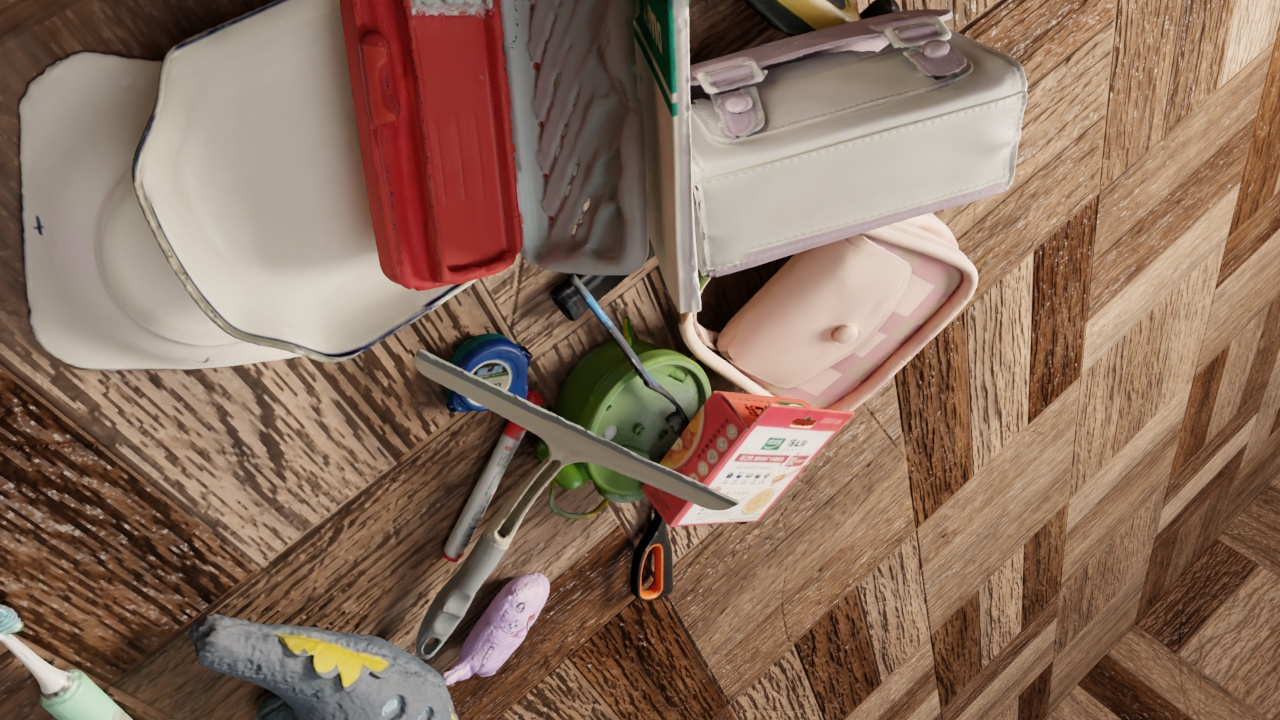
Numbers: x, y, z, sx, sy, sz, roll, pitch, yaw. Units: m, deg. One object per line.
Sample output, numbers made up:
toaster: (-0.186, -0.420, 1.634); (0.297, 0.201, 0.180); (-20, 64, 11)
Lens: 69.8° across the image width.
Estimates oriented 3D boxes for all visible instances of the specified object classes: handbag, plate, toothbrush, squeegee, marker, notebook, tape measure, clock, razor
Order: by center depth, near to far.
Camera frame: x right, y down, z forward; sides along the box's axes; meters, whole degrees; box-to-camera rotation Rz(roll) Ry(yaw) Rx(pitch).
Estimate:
plate: (-0.212, -0.063, 0.462); (0.164, 0.034, 0.164); (-7, 123, -39)
plate: (-0.120, -0.113, 0.466); (0.265, 0.034, 0.162); (-40, 126, -30)
notebook: (0.003, -0.141, 0.472); (0.012, 0.208, 0.151); (-8, 125, -6)
handbag: (0.108, -0.146, 0.560); (0.197, 0.144, 0.098); (-16, 130, -6)
toothbrush: (-0.337, 0.216, 0.562); (0.027, 0.026, 0.225); (-16, 132, -5)
razor: (0.114, -0.237, 0.610); (0.167, 0.062, 0.068); (15, 140, -41)
tape measure: (-0.103, 0.008, 0.617); (0.058, 0.025, 0.055); (-10, 124, -33)
toothbrush: (-0.004, 0.004, 0.627); (0.016, 0.014, 0.189); (-34, 135, 3)
toothbrush: (0.025, -0.104, 0.649); (0.212, 0.027, 0.026); (-41, -178, -12)
squeegee: (-0.100, 0.128, 0.663); (0.246, 0.039, 0.247); (27, 115, -20)
marker: (-0.110, 0.086, 0.675); (0.017, 0.017, 0.145); (14, 109, -46)
handbag: (0.122, -0.050, 0.692); (0.233, 0.093, 0.194); (14, 128, -43)
clock: (-0.016, 0.053, 0.698); (0.116, 0.056, 0.161); (24, 98, -45)

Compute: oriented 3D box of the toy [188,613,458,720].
toy: (-0.205, 0.286, 0.684); (0.137, 0.091, 0.357); (-19, 129, -15)

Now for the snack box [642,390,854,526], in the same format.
snack box: (0.081, 0.067, 0.696); (0.113, 0.044, 0.127); (8, 126, -46)

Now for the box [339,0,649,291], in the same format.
box: (-0.063, -0.133, 0.419); (0.112, 0.100, 0.201); (-19, 114, -41)

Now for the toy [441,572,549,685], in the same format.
toy: (-0.114, 0.217, 0.747); (0.108, 0.039, 0.084); (-53, 159, 4)

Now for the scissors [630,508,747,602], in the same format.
scissors: (0.033, 0.124, 0.830); (0.230, 0.022, 0.221); (0, 115, -39)
